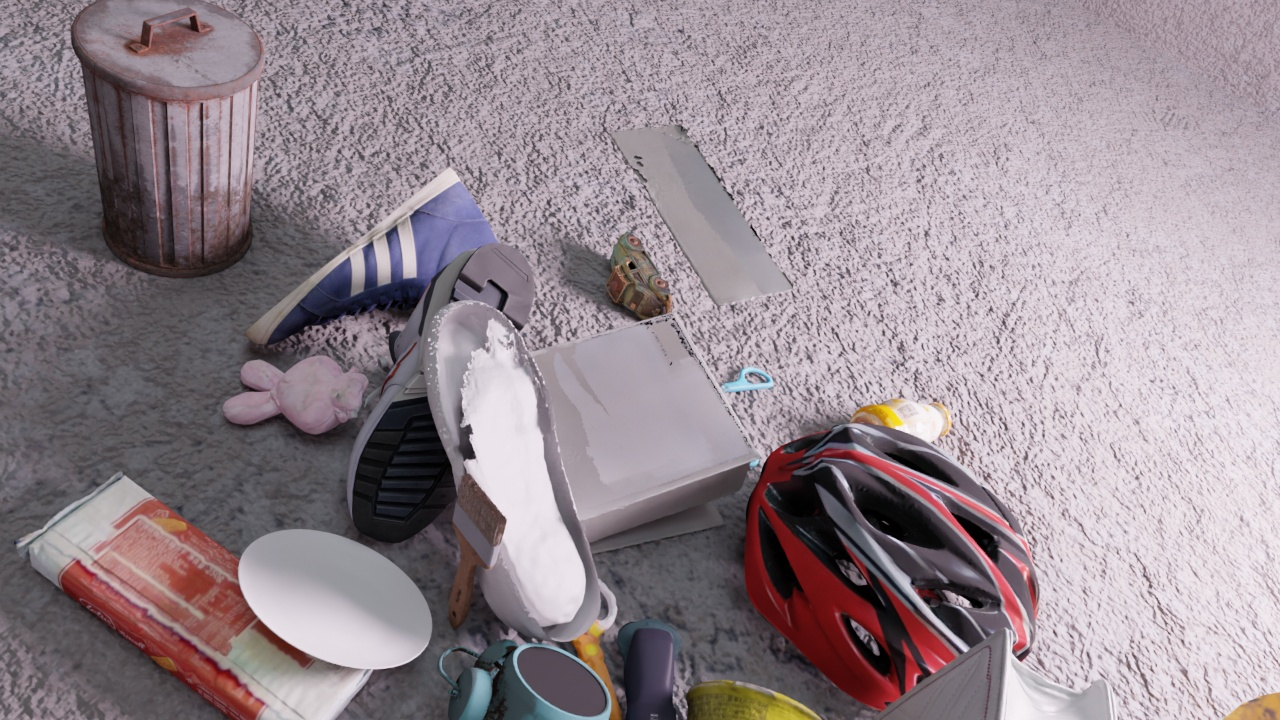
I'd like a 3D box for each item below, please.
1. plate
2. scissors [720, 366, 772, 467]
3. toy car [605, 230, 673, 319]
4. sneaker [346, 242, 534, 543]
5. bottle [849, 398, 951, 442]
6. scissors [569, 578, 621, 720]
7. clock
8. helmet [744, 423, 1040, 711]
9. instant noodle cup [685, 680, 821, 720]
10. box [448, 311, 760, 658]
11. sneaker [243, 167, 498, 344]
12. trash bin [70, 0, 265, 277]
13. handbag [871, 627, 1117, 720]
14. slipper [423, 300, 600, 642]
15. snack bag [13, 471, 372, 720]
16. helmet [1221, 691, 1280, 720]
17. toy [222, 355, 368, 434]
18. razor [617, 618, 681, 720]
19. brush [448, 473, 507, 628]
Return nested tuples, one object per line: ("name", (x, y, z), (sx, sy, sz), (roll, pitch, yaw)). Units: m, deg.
("plate", (-0.204, 0.160, 0.615), (0.134, 0.011, 0.134), (30, 13, -8))
("scissors", (0.090, 0.042, 0.895), (0.135, 0.015, 0.135), (-14, 64, -38))
("toy car", (-0.010, -0.083, 0.941), (0.047, 0.047, 0.112), (-5, 51, -35))
("sneaker", (-0.167, 0.019, 0.730), (0.088, 0.124, 0.239), (29, 83, -29))
("bottle", (0.260, 0.068, 0.911), (0.108, 0.063, 0.063), (-10, 54, -32))
("scissors", (-0.033, 0.215, 0.678), (0.070, 0.013, 0.130), (-8, 52, -28))
("clock", (-0.076, 0.222, 0.603), (0.124, 0.053, 0.090), (30, 9, 6))
("helmet", (0.214, 0.165, 0.749), (0.272, 0.167, 0.216), (38, 47, -6))
("instant noodle cup", (0.065, 0.282, 0.605), (0.102, 0.102, 0.108), (23, 52, -3))
("box", (-0.060, 0.156, 0.871), (0.171, 0.405, 0.168), (-7, 53, -29))
("sneaker", (-0.213, -0.053, 0.808), (0.118, 0.092, 0.232), (50, 62, -14))
("trash bin", (-0.380, -0.185, 0.751), (0.130, 0.212, 0.130), (13, 45, -13))
("handbag", (0.214, 0.284, 0.591), (0.096, 0.199, 0.141), (28, 45, 0))
("slipper", (-0.096, 0.077, 0.651), (0.112, 0.075, 0.247), (-19, 92, -57))
("snack bag", (-0.284, 0.163, 0.594), (0.225, 0.041, 0.077), (32, 44, 9))
("helmet", (0.511, 0.389, 0.673), (0.205, 0.131, 0.254), (-9, 53, 8))
("toy", (-0.269, 0.027, 0.724), (0.110, 0.047, 0.063), (5, 54, 3))
("razor", (0.007, 0.240, 0.626), (0.047, 0.052, 0.142), (7, 30, -6))
("brush", (-0.115, 0.139, 0.616), (0.008, 0.143, 0.045), (-21, 52, -39))
